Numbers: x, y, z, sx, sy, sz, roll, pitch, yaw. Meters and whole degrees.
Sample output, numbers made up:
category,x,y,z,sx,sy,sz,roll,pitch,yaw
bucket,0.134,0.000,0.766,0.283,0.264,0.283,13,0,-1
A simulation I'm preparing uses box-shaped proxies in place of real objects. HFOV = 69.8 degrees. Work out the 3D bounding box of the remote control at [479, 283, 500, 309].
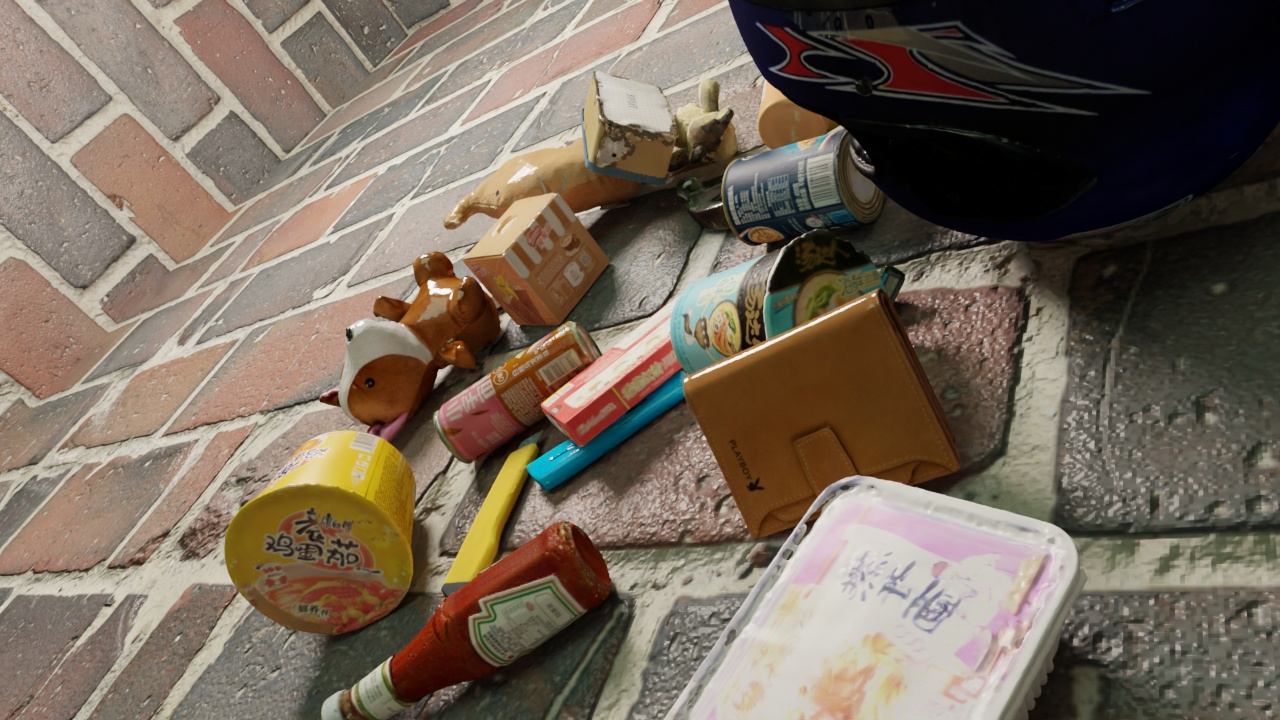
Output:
category,x,y,z,sx,sy,sz,roll,pitch,yaw
remote control,-0.164,-0.076,1.030,0.135,0.019,0.056,-38,30,1

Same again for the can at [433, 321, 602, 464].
category,x,y,z,sx,sy,sz,roll,pitch,yaw
can,-0.101,0.027,0.781,0.147,0.058,0.057,-33,30,9

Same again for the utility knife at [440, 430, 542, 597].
category,x,y,z,sx,sy,sz,roll,pitch,yaw
utility knife,-0.110,0.118,0.709,0.033,0.015,0.169,-10,39,31

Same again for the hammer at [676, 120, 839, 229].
category,x,y,z,sx,sy,sz,roll,pitch,yaw
hammer,0.182,-0.226,0.853,0.323,0.032,0.126,-34,30,6

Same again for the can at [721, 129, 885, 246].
category,x,y,z,sx,sy,sz,roll,pitch,yaw
can,0.132,-0.138,0.741,0.111,0.075,0.075,-6,42,42

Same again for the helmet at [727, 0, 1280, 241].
category,x,y,z,sx,sy,sz,roll,pitch,yaw
helmet,0.218,-0.193,0.550,0.316,0.240,0.246,15,62,43

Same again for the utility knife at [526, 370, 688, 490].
category,x,y,z,sx,sy,sz,roll,pitch,yaw
utility knife,-0.001,0.039,0.699,0.198,0.018,0.034,-34,29,5

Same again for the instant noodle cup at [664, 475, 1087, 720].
category,x,y,z,sx,sy,sz,roll,pitch,yaw
instant noodle cup,0.104,0.142,0.401,0.173,0.060,0.138,-49,31,-21

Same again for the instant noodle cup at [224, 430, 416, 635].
category,x,y,z,sx,sy,sz,roll,pitch,yaw
instant noodle cup,-0.243,0.128,0.730,0.138,0.138,0.109,-31,23,11

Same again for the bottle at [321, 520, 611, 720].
category,x,y,z,sx,sy,sz,roll,pitch,yaw
bottle,-0.114,0.179,0.588,0.206,0.060,0.059,-35,30,7

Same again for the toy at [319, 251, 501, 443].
category,x,y,z,sx,sy,sz,roll,pitch,yaw
toy,-0.237,-0.011,0.931,0.199,0.130,0.140,-50,44,-4

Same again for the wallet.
category,x,y,z,sx,sy,sz,roll,pitch,yaw
wallet,0.099,0.034,0.518,0.132,0.108,0.031,-25,-2,31

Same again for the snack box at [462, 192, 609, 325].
category,x,y,z,sx,sy,sz,roll,pitch,yaw
snack box,-0.104,-0.100,0.924,0.077,0.094,0.092,3,49,49

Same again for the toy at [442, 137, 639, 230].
category,x,y,z,sx,sy,sz,roll,pitch,yaw
toy,-0.110,-0.190,1.010,0.226,0.082,0.143,-16,15,-9

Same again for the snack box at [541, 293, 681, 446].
category,x,y,z,sx,sy,sz,roll,pitch,yaw
snack box,-0.004,0.004,0.717,0.152,0.025,0.075,-38,20,-11

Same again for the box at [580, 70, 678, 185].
category,x,y,z,sx,sy,sz,roll,pitch,yaw
box,-0.015,-0.249,0.965,0.184,0.089,0.060,-97,21,-58

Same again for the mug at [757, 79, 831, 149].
category,x,y,z,sx,sy,sz,roll,pitch,yaw
mug,0.142,-0.241,0.812,0.078,0.078,0.122,-14,41,36

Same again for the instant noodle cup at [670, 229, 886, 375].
category,x,y,z,sx,sy,sz,roll,pitch,yaw
instant noodle cup,0.084,-0.022,0.615,0.121,0.111,0.111,-7,41,54

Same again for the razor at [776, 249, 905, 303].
category,x,y,z,sx,sy,sz,roll,pitch,yaw
razor,0.140,-0.061,0.673,0.132,0.028,0.043,36,107,57

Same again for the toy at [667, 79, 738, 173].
category,x,y,z,sx,sy,sz,roll,pitch,yaw
toy,0.062,-0.241,0.970,0.105,0.066,0.157,-57,17,12
